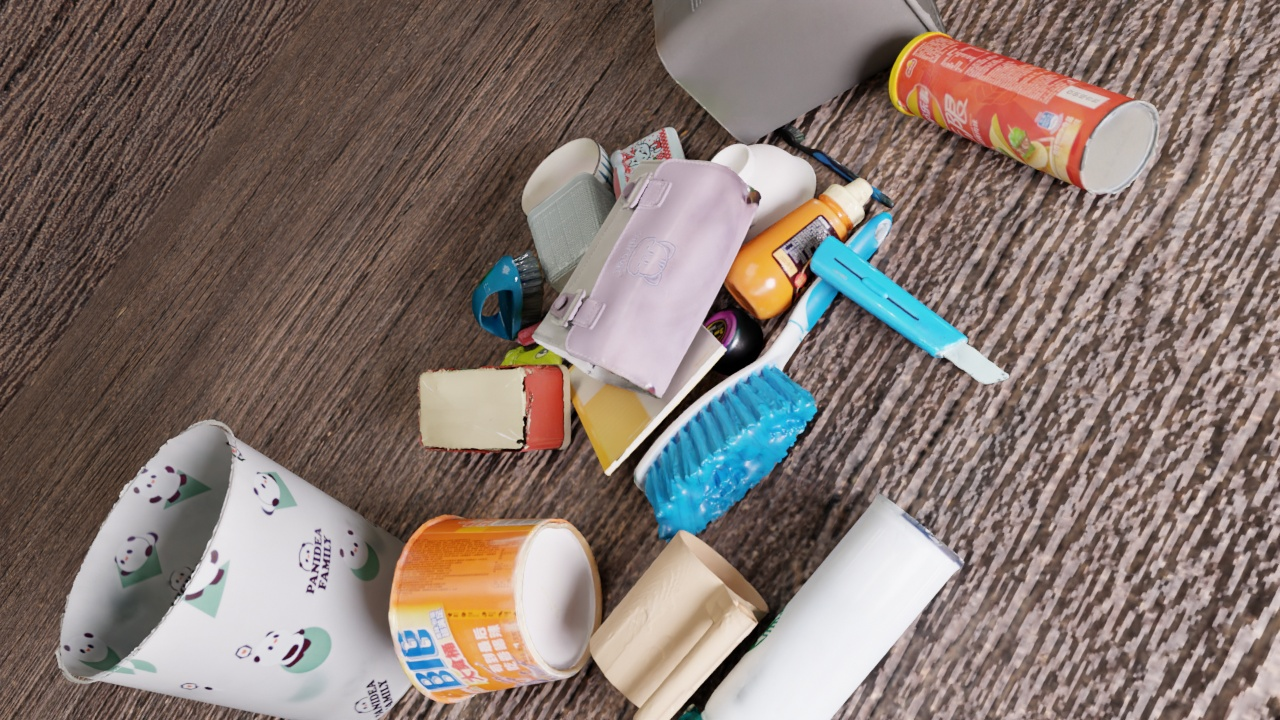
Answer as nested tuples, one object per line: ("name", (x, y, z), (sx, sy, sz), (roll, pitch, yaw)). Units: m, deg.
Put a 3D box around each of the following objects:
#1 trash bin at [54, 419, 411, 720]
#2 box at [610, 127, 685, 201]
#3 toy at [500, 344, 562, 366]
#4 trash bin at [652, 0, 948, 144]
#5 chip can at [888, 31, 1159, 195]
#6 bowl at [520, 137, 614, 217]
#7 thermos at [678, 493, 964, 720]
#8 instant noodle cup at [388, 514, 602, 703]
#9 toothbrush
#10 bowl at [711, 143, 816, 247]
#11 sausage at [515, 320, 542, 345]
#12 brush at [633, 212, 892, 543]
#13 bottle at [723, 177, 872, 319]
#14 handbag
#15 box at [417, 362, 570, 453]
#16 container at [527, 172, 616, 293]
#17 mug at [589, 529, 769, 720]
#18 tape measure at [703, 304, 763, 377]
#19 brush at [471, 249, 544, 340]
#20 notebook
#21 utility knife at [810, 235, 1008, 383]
("trash bin", (-0.337, 0.212, 0.838), (0.230, 0.252, 0.229), (-25, 46, 28))
("box", (0.016, -0.170, 0.955), (0.087, 0.047, 0.200), (-20, 46, 10))
("toy", (-0.119, 0.012, 0.964), (0.096, 0.031, 0.100), (-55, 35, -9))
("trash bin", (0.141, -0.351, 0.889), (0.220, 0.198, 0.198), (-30, 43, 31))
("chip can", (0.288, -0.198, 0.714), (0.073, 0.073, 0.216), (-46, 39, 4))
("bowl", (-0.073, -0.190, 1.052), (0.117, 0.066, 0.116), (-24, 46, 27))
("thermos", (0.105, 0.190, 0.585), (0.224, 0.073, 0.073), (-50, 39, 1))
("instant noodle cup", (-0.107, 0.192, 0.729), (0.112, 0.151, 0.151), (-13, 51, 26))
("toothbrush", (0.180, -0.182, 0.850), (0.016, 0.014, 0.189), (-26, 40, -9))
("bowl", (0.100, -0.166, 0.872), (0.118, 0.064, 0.118), (-24, 46, 28))
("sausage", (-0.066, -0.046, 0.941), (0.156, 0.020, 0.020), (-21, 47, 25))
("brush", (0.111, 0.008, 0.738), (0.314, 0.060, 0.109), (-43, 36, 4))
("bottle", (0.141, -0.102, 0.791), (0.149, 0.067, 0.067), (-42, 39, -2))
("handbag", (0.006, -0.075, 0.793), (0.145, 0.098, 0.197), (18, 77, 57))
("box", (-0.154, 0.046, 0.911), (0.169, 0.077, 0.091), (-3, 87, 41))
("container", (-0.055, -0.118, 0.965), (0.090, 0.090, 0.111), (-34, 45, 19))
("mug", (0.028, 0.190, 0.631), (0.103, 0.084, 0.124), (-50, 10, 3))
("tape measure", (0.078, -0.015, 0.794), (0.057, 0.039, 0.057), (-44, 32, 22))
("brush", (-0.140, -0.062, 0.960), (0.073, 0.144, 0.055), (-17, 72, -16))
("notebook", (-0.005, 0.005, 0.840), (0.146, 0.010, 0.206), (-47, 26, 7))
("utility knife", (0.197, -0.037, 0.690), (0.034, 0.018, 0.185), (-39, 54, -10))
